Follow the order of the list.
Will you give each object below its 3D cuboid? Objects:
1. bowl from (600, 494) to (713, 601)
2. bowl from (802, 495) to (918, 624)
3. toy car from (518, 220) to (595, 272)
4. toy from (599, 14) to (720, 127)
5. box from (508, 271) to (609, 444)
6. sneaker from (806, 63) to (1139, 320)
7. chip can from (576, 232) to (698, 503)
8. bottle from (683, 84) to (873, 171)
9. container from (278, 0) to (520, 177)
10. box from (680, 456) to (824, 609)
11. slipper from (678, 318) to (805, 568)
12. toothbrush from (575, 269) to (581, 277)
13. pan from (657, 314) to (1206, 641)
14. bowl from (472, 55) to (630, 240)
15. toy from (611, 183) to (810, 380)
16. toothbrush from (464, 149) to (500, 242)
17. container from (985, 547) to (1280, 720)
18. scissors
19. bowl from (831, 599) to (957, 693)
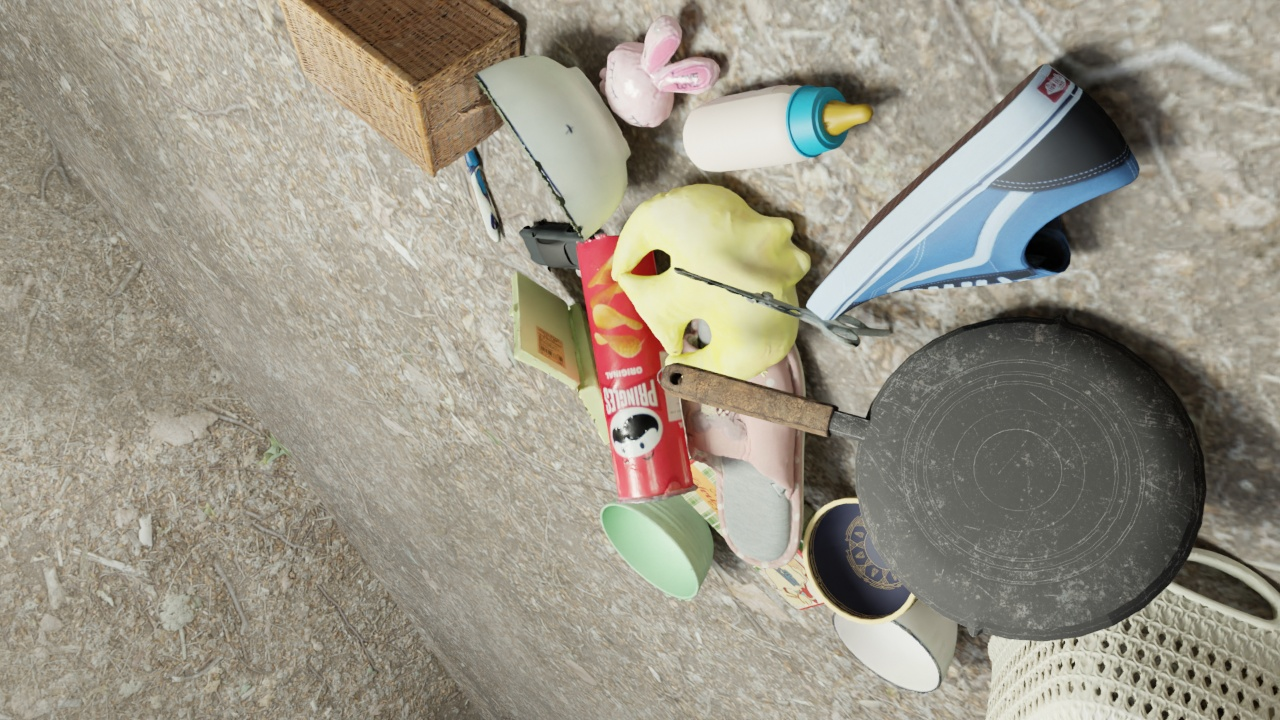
[{"bbox_3d":[0.031,0.205,1.097,0.151,0.076,0.151,33,148,24],"label":"bowl"},{"bbox_3d":[0.211,0.174,0.829,0.113,0.061,0.112,5,98,40],"label":"bowl"},{"bbox_3d":[-0.080,-0.111,0.904,0.112,0.034,0.046,12,136,46],"label":"toy car"},{"bbox_3d":[0.006,-0.205,0.667,0.063,0.047,0.110,47,149,-17],"label":"toy"},{"bbox_3d":[-0.071,-0.013,0.900,0.141,0.044,0.187,43,-166,-24],"label":"box"},{"bbox_3d":[0.192,-0.065,0.560,0.098,0.083,0.242,44,149,0],"label":"sneaker"},{"bbox_3d":[-0.005,0.005,0.810,0.073,0.073,0.233,-11,88,57],"label":"chip can"},{"bbox_3d":[0.092,-0.155,0.608,0.146,0.051,0.051,6,131,49],"label":"bottle"},{"bbox_3d":[-0.208,-0.270,0.800,0.198,0.113,0.113,40,155,16],"label":"container"},{"bbox_3d":[0.127,0.170,0.959,0.205,0.049,0.118,46,150,3],"label":"box"},{"bbox_3d":[0.091,0.069,0.812,0.114,0.054,0.274,5,114,37],"label":"slipper"},{"bbox_3d":[0.007,-0.067,0.864,0.181,0.016,0.016,21,141,37],"label":"toothbrush"},{"bbox_3d":[0.164,0.050,0.596,0.357,0.207,0.040,15,176,24],"label":"pan"},{"bbox_3d":[-0.059,-0.177,0.728,0.153,0.073,0.153,57,179,0],"label":"bowl"},{"bbox_3d":[0.062,-0.060,0.724,0.155,0.064,0.170,-26,100,30],"label":"toy"},{"bbox_3d":[-0.167,-0.197,0.934,0.017,0.016,0.189,16,139,27],"label":"toothbrush"},{"bbox_3d":[0.354,0.254,0.668,0.185,0.142,0.247,22,144,16],"label":"container"},{"bbox_3d":[0.106,-0.042,0.679,0.170,0.094,0.014,27,114,18],"label":"scissors"},{"bbox_3d":[0.250,0.255,0.881,0.116,0.065,0.116,33,147,24],"label":"bowl"}]
